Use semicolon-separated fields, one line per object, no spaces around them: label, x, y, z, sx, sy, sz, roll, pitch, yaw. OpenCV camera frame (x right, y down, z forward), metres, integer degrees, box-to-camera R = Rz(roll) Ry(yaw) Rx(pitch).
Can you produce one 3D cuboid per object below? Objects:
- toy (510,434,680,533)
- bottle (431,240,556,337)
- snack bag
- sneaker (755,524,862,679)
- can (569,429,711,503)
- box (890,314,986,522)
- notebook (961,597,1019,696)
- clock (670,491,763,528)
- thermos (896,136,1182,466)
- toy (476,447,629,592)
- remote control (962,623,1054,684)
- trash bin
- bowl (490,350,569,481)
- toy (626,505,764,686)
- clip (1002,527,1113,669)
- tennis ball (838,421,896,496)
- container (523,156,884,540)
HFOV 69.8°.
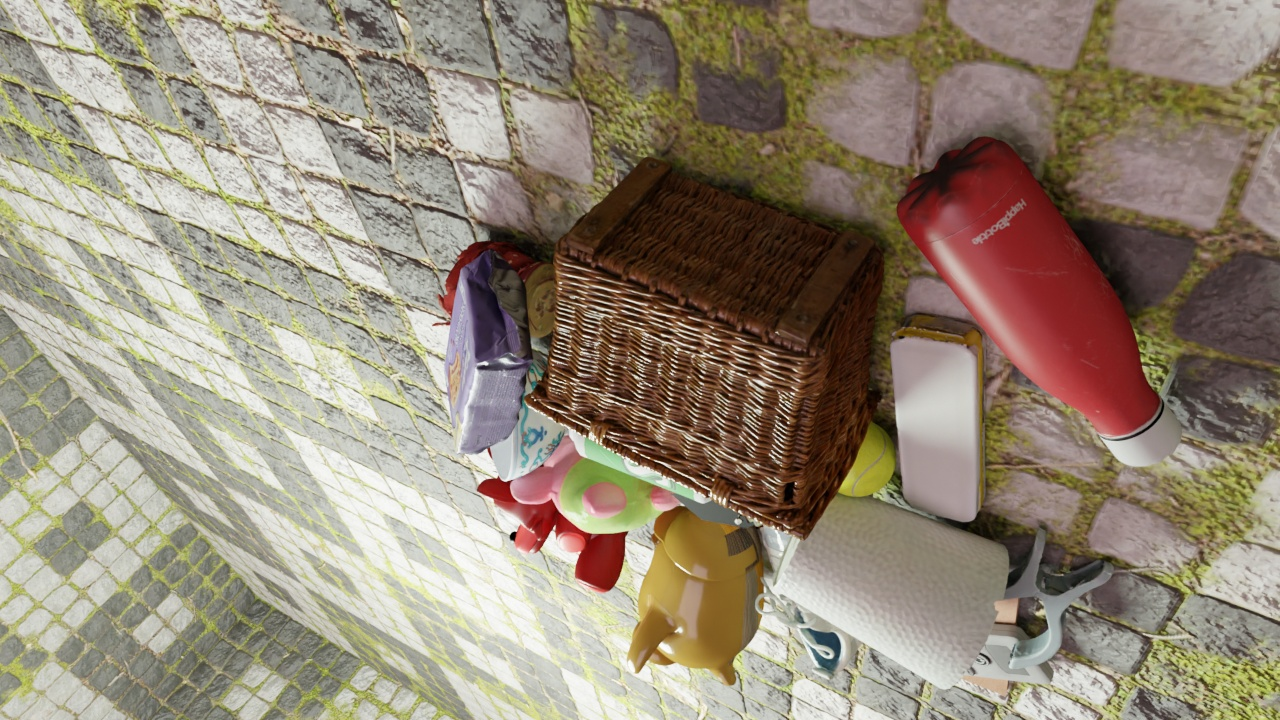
toy;-0.052;0.125;0.991;0.191;0.097;0.237;5;-170;-32
bottle;-0.137;-0.064;0.856;0.111;0.098;0.099;15;142;31
snack bag;-0.130;0.001;0.788;0.058;0.096;0.206;-3;153;-19
sneaker;0.175;0.242;0.952;0.090;0.090;0.242;5;135;41
can;0.016;0.061;0.789;0.140;0.087;0.088;20;144;15
box;0.234;0.049;0.713;0.064;0.033;0.210;14;142;31
notebook;0.304;0.261;0.930;0.141;0.008;0.209;15;142;30
clock;0.102;0.108;0.858;0.155;0.064;0.115;-9;129;26
thermos;0.253;-0.025;0.558;0.240;0.073;0.073;46;146;-16
toy;-0.104;0.178;1.089;0.197;0.121;0.158;31;-167;-11
remote control;0.326;0.291;0.918;0.074;0.019;0.151;49;145;-19
trash bin;0.209;0.184;0.792;0.161;0.133;0.133;25;146;8
bowl;-0.111;0.048;0.944;0.144;0.074;0.144;175;90;-71
toy;0.065;0.238;1.012;0.162;0.198;0.204;35;132;35
clip;0.356;0.219;0.790;0.127;0.028;0.167;29;137;10
tennis ball;0.180;0.081;0.767;0.065;0.065;0.065;25;146;18
container;0.054;-0.022;0.678;0.250;0.161;0.183;24;140;19
